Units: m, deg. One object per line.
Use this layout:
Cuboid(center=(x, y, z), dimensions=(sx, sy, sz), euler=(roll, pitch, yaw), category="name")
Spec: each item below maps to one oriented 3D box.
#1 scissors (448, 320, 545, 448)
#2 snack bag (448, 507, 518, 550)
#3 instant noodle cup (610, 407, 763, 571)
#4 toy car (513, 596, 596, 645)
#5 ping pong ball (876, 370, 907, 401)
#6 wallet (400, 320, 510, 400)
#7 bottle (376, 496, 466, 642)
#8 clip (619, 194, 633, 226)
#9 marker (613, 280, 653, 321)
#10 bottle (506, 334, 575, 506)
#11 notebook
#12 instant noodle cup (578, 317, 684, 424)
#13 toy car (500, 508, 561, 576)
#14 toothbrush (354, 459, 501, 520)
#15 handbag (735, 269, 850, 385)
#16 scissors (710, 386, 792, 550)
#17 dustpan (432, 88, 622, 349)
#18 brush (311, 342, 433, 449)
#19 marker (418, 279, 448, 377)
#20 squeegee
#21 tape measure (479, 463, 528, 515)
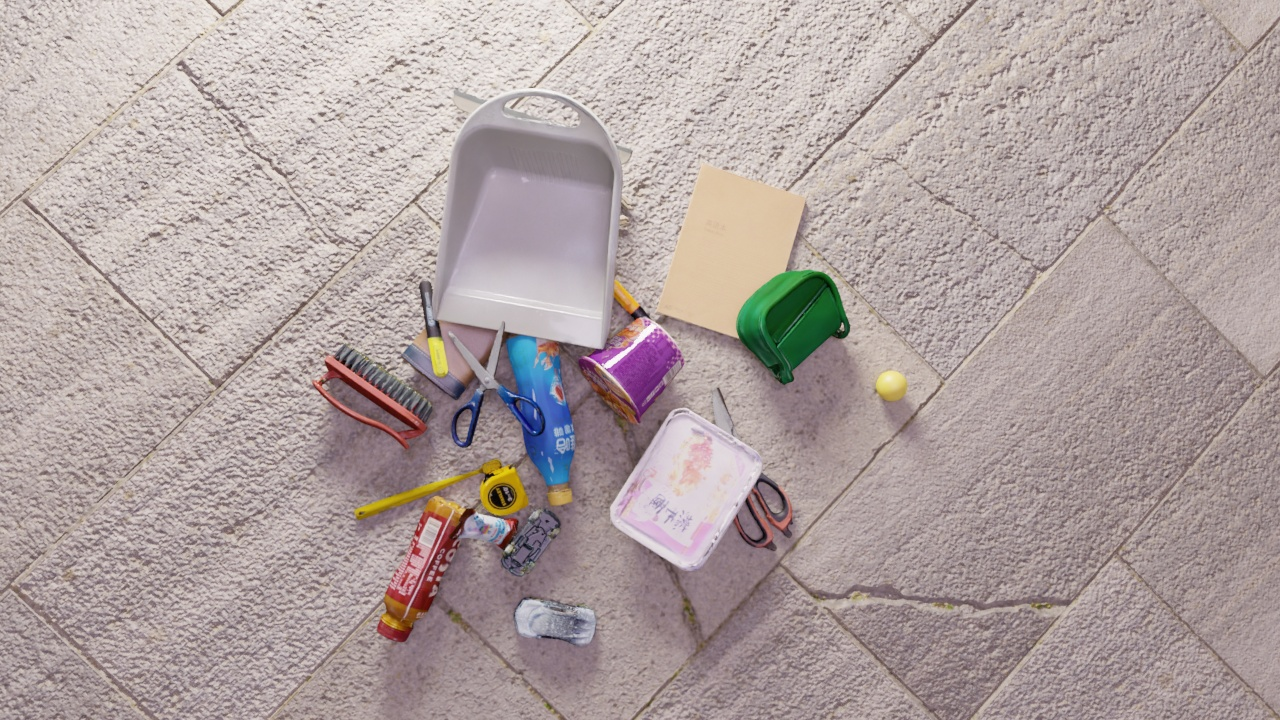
Cuboid(center=(-0.185, 0.038, 1.123), dimensions=(0.176, 0.012, 0.162), euler=(41, 106, 8), category="scissors")
Cuboid(center=(-0.191, 0.206, 1.127), dimensions=(0.026, 0.105, 0.045), euler=(38, 96, 36), category="snack bag")
Cuboid(center=(0.057, 0.161, 1.159), dimensions=(0.138, 0.060, 0.173), euler=(32, 89, 2), category="instant noodle cup")
Cuboid(center=(-0.107, 0.328, 1.153), dimensions=(0.105, 0.031, 0.049), euler=(10, 85, -5), category="toy car")
Cuboid(center=(0.332, 0.034, 1.212), dimensions=(0.040, 0.040, 0.040), euler=(0, 87, -6), category="ping pong ball")
Cuboid(center=(-0.232, -0.020, 1.159), dimensions=(0.090, 0.033, 0.115), euler=(39, 83, -6), category="wallet")
Cuboid(center=(-0.268, 0.256, 1.125), dimensions=(0.057, 0.057, 0.175), euler=(25, 84, -4), category="bottle")
Cuboid(center=(-0.060, -0.202, 1.188), dimensions=(0.101, 0.035, 0.076), euler=(18, 86, 0), category="clip")
Cuboid(center=(0.001, -0.056, 1.194), dimensions=(0.018, 0.015, 0.124), euler=(-42, 94, -3), category="marker")
Cuboid(center=(-0.119, 0.072, 1.149), dimensions=(0.065, 0.065, 0.218), euler=(-10, 88, -7), category="bottle")
Cuboid(center=(0.121, -0.139, 1.215), dimensions=(0.149, 0.012, 0.211), euler=(18, 84, -5), category="notebook")
Cuboid(center=(-0.007, 0.007, 1.149), dimensions=(0.111, 0.112, 0.099), euler=(46, 74, -2), category="instant noodle cup")
Cuboid(center=(-0.137, 0.228, 1.153), dimensions=(0.043, 0.034, 0.090), euler=(36, 82, -1), category="toy car")
Cuboid(center=(-0.265, 0.162, 1.151), dimensions=(0.190, 0.016, 0.015), euler=(-19, 88, -7), category="toothbrush")
Cuboid(center=(0.198, -0.047, 1.186), dimensions=(0.131, 0.068, 0.120), euler=(-39, 109, -16), category="handbag")
Cuboid(center=(0.145, 0.134, 1.200), dimensions=(0.177, 0.015, 0.210), euler=(15, 86, -4), category="scissors")
Cuboid(center=(-0.130, -0.169, 1.073), dimensions=(0.223, 0.143, 0.257), euler=(10, 80, 5), category="dustpan")
Cuboid(center=(-0.327, 0.047, 1.129), dimensions=(0.146, 0.063, 0.069), euler=(36, 72, -5), category="brush")
Cuboid(center=(-0.256, -0.040, 1.133), dimensions=(0.018, 0.015, 0.124), euler=(-10, 83, -11), category="marker")
Cuboid(center=(-0.165, -0.191, 1.171), dimensions=(0.246, 0.039, 0.246), euler=(20, 85, 6), category="squeegee")
Cuboid(center=(-0.173, 0.164, 1.154), dimensions=(0.057, 0.029, 0.060), euler=(-22, 109, -6), category="tape measure")
